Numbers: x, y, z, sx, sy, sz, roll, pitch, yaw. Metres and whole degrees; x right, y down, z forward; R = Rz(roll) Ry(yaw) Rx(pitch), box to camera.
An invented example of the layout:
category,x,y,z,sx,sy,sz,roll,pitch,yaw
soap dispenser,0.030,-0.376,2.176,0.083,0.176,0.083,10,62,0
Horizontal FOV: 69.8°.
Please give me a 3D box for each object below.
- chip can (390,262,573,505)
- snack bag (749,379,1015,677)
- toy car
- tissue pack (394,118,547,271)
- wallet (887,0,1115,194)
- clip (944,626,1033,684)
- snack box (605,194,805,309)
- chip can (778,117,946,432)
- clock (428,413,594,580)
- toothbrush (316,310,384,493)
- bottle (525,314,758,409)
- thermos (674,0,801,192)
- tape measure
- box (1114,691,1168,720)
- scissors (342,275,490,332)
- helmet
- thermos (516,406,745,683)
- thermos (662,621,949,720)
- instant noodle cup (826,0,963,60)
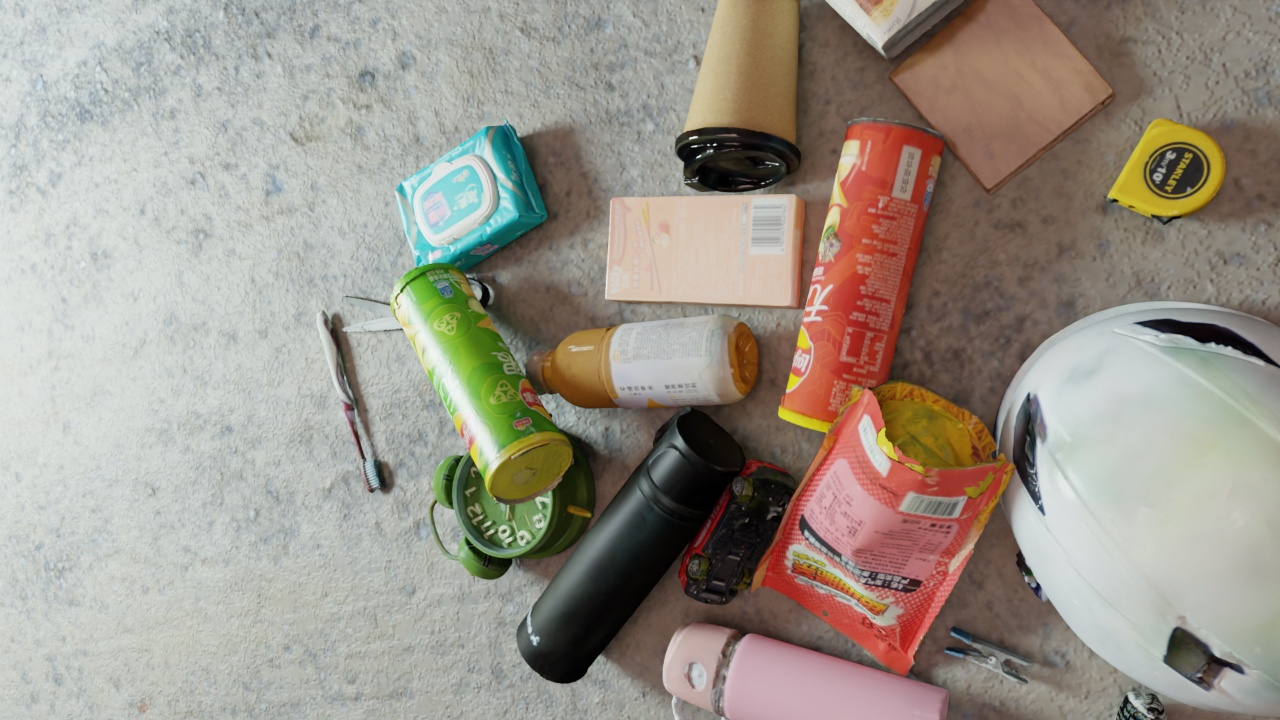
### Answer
category,x,y,z,sx,sy,sz,roll,pitch,yaw
chip can,-0.134,0.010,0.742,0.073,0.072,0.221,-48,56,18
snack bag,0.158,0.118,0.620,0.129,0.073,0.208,26,129,17
toy car,0.070,0.127,0.693,0.121,0.053,0.045,-61,28,14
tissue pack,-0.148,-0.139,0.804,0.134,0.050,0.093,-27,77,23
wallet,0.246,-0.190,0.630,0.101,0.020,0.115,-41,76,21
clip,0.238,0.203,0.628,0.058,0.026,0.038,18,90,21
snack box,0.048,-0.085,0.720,0.157,0.026,0.084,4,92,26
chip can,0.154,-0.055,0.643,0.073,0.073,0.216,15,96,25
clock,-0.116,0.120,0.783,0.161,0.056,0.116,-30,76,23
toothbrush,-0.281,0.037,0.888,0.017,0.016,0.187,-22,80,16
bottle,-0.004,0.004,0.722,0.190,0.068,0.068,-4,88,29
thermos,0.078,-0.199,0.677,0.093,0.093,0.143,5,84,26
tape measure,0.335,-0.117,0.579,0.057,0.028,0.060,31,103,24
box,0.308,0.290,0.570,0.051,0.068,0.164,3,88,7
scissors,-0.209,-0.034,0.853,0.165,0.014,0.163,-39,73,20
helmet,0.320,0.083,0.520,0.229,0.145,0.258,-40,73,20
thermos,-0.011,0.141,0.712,0.068,0.089,0.243,25,116,-21
thermos,0.113,0.252,0.663,0.199,0.067,0.087,8,91,25
instant noodle cup,0.162,-0.282,0.627,0.116,0.116,0.124,-36,87,21
